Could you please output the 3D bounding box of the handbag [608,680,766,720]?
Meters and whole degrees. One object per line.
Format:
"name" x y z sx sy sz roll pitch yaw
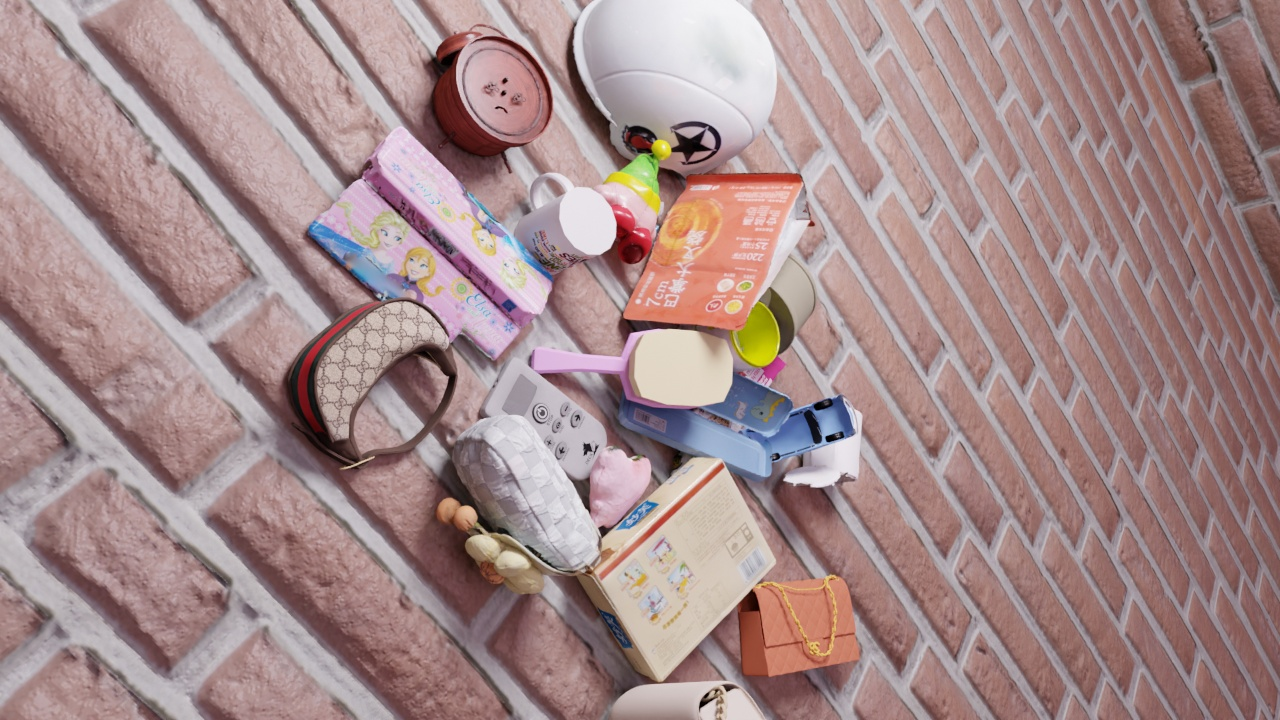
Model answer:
"handbag" 0.057 0.431 0.916 0.103 0.211 0.208 -14 81 -40

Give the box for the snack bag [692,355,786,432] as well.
"snack bag" 0.121 0.042 1.176 0.070 0.016 0.196 44 55 -5

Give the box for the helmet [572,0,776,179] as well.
"helmet" 0.060 -0.366 1.131 0.263 0.164 0.236 27 63 -31

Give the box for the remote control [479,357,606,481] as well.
"remote control" -0.099 0.068 0.995 0.151 0.019 0.074 40 58 -26

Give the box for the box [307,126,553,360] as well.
"box" -0.197 -0.110 0.927 0.230 0.066 0.158 45 56 -23

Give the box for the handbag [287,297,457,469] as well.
"handbag" -0.245 0.024 0.862 0.166 0.063 0.138 -49 120 -33

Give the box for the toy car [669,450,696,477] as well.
"toy car" 0.056 0.155 1.096 0.048 0.033 0.105 36 61 -30

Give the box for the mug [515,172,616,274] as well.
"mug" -0.088 -0.155 1.007 0.073 0.090 0.105 -21 94 -40

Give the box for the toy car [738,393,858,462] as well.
"toy car" 0.199 0.091 1.167 0.054 0.153 0.056 18 53 -75

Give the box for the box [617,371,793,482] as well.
"box" 0.078 0.061 1.098 0.209 0.049 0.120 24 79 -18

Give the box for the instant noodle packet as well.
"instant noodle packet" 0.090 -0.124 1.091 0.220 0.165 0.084 -59 141 -32

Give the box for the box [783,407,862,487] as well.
"box" 0.242 0.117 1.213 0.143 0.083 0.136 35 57 -60

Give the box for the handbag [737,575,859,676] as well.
"handbag" 0.205 0.333 1.163 0.171 0.060 0.108 6 72 -39

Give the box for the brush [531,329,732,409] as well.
"brush" -0.006 0.006 1.022 0.228 0.043 0.089 4 86 -19

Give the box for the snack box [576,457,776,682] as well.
"snack box" 0.042 0.229 1.029 0.206 0.055 0.153 -38 108 -29

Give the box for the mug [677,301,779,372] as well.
"mug" 0.105 -0.024 1.126 0.082 0.106 0.082 10 75 -38

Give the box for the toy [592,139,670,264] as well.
"toy" -0.001 -0.189 1.090 0.124 0.097 0.131 39 44 -40

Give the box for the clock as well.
"clock" -0.161 -0.293 0.990 0.120 0.072 0.157 14 73 -37

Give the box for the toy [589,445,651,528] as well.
"toy" -0.027 0.141 1.015 0.102 0.050 0.093 23 90 -60

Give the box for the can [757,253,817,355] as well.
"can" 0.153 -0.076 1.164 0.128 0.128 0.073 55 50 -16

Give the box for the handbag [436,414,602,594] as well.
"handbag" -0.129 0.143 0.896 0.123 0.113 0.171 -36 104 -31
